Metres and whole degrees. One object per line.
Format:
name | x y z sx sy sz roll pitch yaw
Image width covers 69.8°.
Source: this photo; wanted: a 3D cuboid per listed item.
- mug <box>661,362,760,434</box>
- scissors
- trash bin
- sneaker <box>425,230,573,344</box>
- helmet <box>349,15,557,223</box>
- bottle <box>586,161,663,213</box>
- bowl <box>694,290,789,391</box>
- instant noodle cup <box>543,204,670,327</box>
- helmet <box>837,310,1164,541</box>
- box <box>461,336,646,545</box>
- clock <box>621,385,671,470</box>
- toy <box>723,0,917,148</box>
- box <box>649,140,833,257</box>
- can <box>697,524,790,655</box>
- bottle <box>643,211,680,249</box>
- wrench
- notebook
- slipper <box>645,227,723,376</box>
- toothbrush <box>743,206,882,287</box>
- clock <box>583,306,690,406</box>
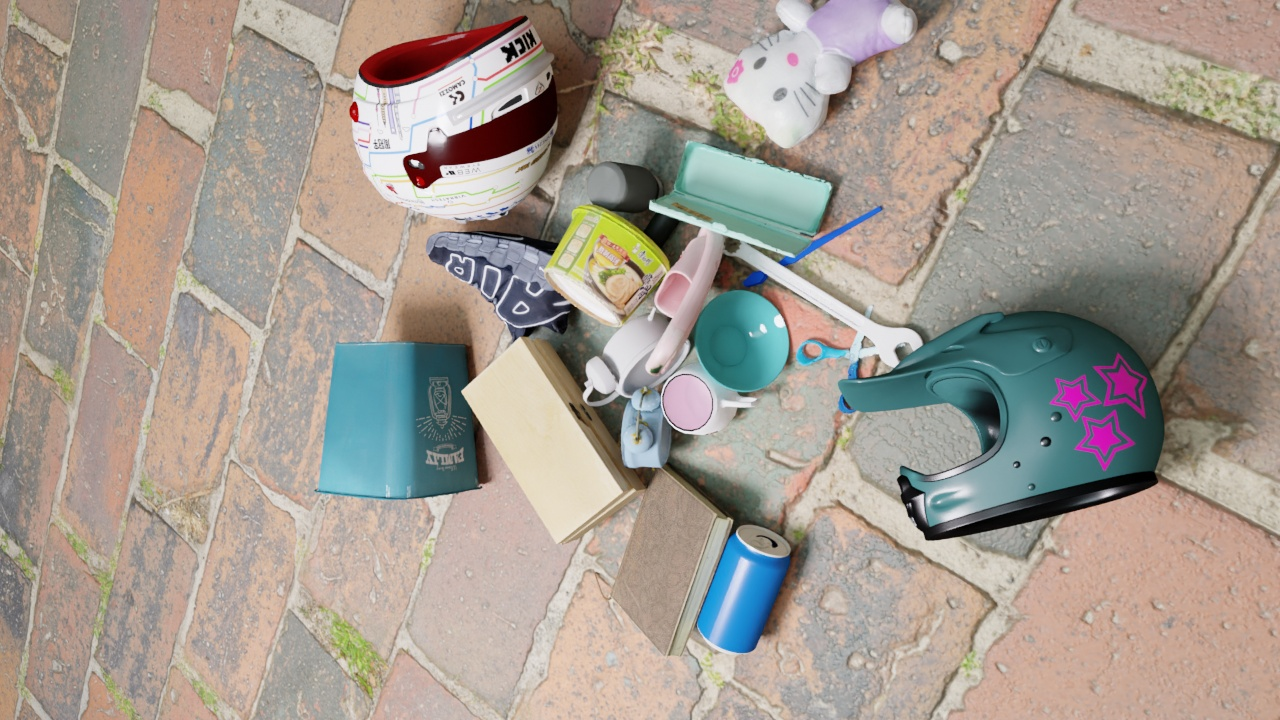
mug | 0.090 0.048 1.126 0.124 0.076 0.090 3 97 31
scissors | 0.246 0.004 1.064 0.128 0.014 0.127 -16 84 27
trash bin | -0.352 0.083 1.346 0.199 0.196 0.218 0 89 31
sneaker | -0.189 -0.097 1.275 0.253 0.097 0.151 14 105 24
helmet | -0.228 -0.299 1.193 0.315 0.230 0.236 3 129 35
bottle | -0.016 -0.214 1.143 0.060 0.108 0.060 4 97 31
bowl | 0.114 -0.020 1.106 0.046 0.121 0.121 158 98 -72
instant noodle cup | -0.045 -0.112 1.132 0.146 0.146 0.097 29 77 26
helmet | 0.348 0.052 0.891 0.275 0.176 0.200 -16 69 9
box | -0.119 0.103 1.209 0.128 0.092 0.249 -37 74 10
clock | 0.006 0.087 1.150 0.052 0.125 0.088 3 60 13
toy | 0.195 -0.338 1.014 0.210 0.085 0.137 -37 74 28
box | 0.117 -0.190 1.064 0.187 0.112 0.078 23 126 21
can | 0.127 0.283 1.128 0.079 0.078 0.146 27 109 27
bottle | 0.036 -0.184 1.159 0.033 0.033 0.123 44 115 20
wrench | 0.205 -0.075 1.068 0.273 0.009 0.047 35 106 21
notebook | 0.022 0.249 1.198 0.190 0.034 0.216 35 114 48
slipper | 0.049 -0.079 1.071 0.055 0.221 0.107 24 148 -2
toothbrush | 0.198 -0.132 1.077 0.187 0.011 0.016 -29 80 31
clock | -0.007 0.007 1.161 0.159 0.119 0.061 -46 66 16
